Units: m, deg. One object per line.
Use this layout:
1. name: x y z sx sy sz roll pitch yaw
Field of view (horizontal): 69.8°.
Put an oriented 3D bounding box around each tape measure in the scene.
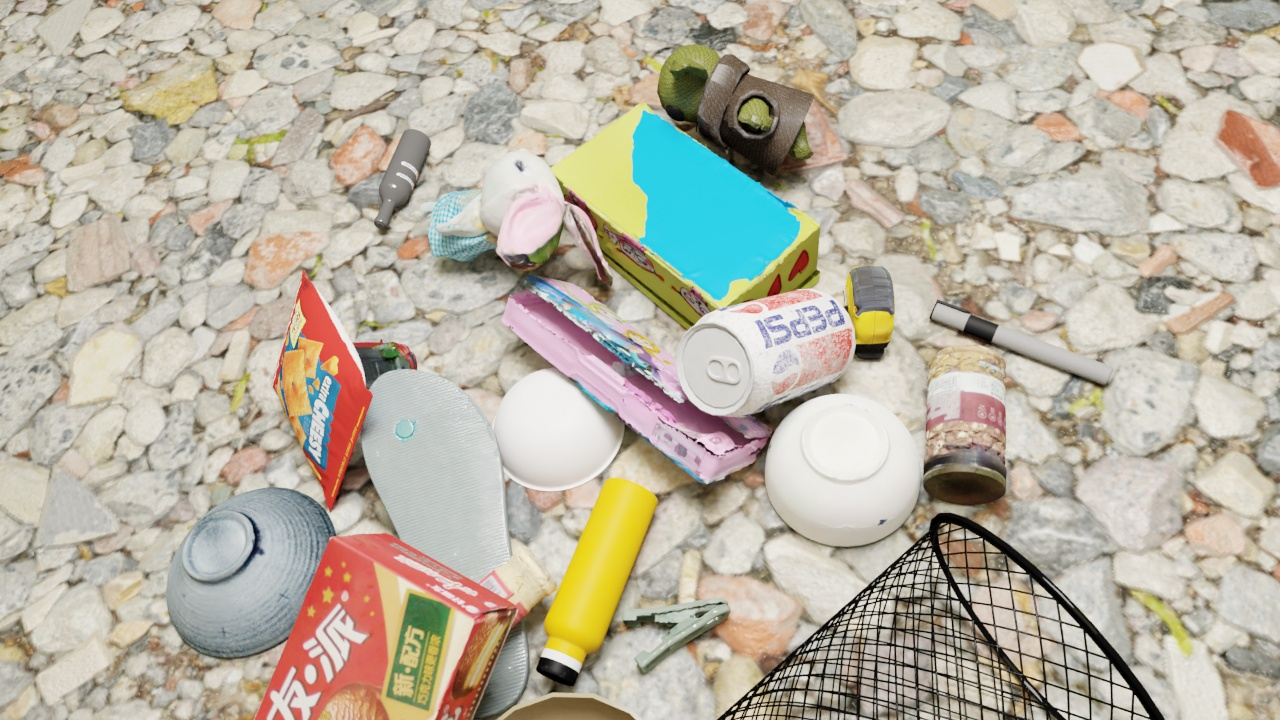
1. tape measure: 0.179 -0.043 0.730 0.037 0.064 0.065 -1 57 6

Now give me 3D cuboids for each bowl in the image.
1. bowl: -0.043 0.289 0.567 0.152 0.050 0.152 -4 58 6
2. bowl: -0.070 0.045 0.727 0.110 0.041 0.109 -4 58 6
3. bowl: 0.147 0.072 0.665 0.113 0.063 0.113 -4 59 7
4. bowl: -0.305 0.148 0.691 0.137 0.057 0.136 -4 58 6

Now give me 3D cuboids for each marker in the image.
1. marker: 0.298 -0.014 0.722 0.140 0.016 0.016 24 65 22

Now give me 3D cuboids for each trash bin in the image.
1. trash bin: 0.145 0.222 0.512 0.210 0.184 0.184 -34 60 -6

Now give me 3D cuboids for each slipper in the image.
1. slipper: -0.137 0.129 0.689 0.098 0.055 0.268 -19 69 -6

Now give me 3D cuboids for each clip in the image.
1. clip: 0.027 0.184 0.638 0.076 0.023 0.059 -21 59 -2

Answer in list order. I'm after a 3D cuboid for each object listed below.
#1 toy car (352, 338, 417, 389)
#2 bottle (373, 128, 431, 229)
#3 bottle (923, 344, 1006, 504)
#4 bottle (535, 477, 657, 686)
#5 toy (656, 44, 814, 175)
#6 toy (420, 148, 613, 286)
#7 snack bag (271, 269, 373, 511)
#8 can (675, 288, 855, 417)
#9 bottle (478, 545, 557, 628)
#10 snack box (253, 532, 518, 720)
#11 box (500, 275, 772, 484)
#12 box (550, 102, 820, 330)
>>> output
1. toy car: -0.233 0.003 0.778 0.091 0.042 0.036 2 27 17
2. bottle: -0.236 -0.175 0.895 0.030 0.030 0.112 6 60 12
3. bottle: 0.237 0.046 0.670 0.056 0.056 0.105 6 59 12
4. bottle: -0.032 0.156 0.651 0.043 0.043 0.143 15 62 17
5. toy: 0.087 -0.226 0.823 0.153 0.179 0.078 25 105 -1
6. toy: -0.115 -0.130 0.797 0.206 0.130 0.105 15 94 43
7. snack bag: -0.256 0.024 0.734 0.039 0.131 0.144 -6 48 -42
8. can: 0.094 -0.007 0.678 0.078 0.078 0.135 41 35 28
9. bottle: -0.108 0.174 0.621 0.109 0.044 0.044 -39 61 -15
10. snack box: -0.176 0.235 0.561 0.113 0.060 0.236 23 90 21
11. box: -0.004 0.003 0.719 0.230 0.053 0.084 37 32 27
12. box: 0.037 -0.116 0.792 0.124 0.081 0.221 -42 64 -17
